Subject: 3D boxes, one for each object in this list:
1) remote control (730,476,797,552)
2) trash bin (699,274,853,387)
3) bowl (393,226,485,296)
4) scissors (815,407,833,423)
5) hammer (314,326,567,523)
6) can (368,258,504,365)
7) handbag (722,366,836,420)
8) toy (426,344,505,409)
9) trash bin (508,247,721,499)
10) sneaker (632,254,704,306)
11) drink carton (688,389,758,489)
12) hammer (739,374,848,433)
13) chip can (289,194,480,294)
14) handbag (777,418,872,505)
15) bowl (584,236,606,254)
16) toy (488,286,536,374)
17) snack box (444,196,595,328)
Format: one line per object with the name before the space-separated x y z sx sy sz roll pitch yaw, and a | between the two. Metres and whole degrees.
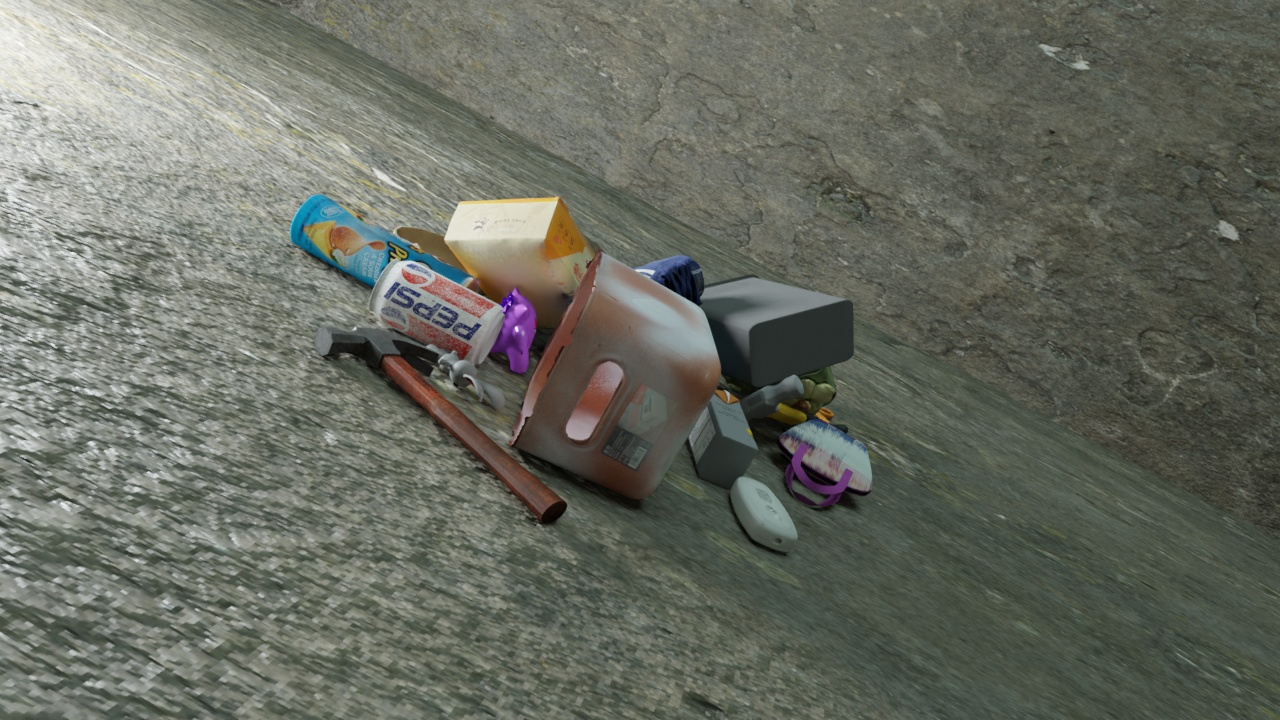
remote control | 0.133 0.168 1.013 0.060 0.028 0.114 21 17 -20
trash bin | 0.163 -0.048 1.322 0.191 0.098 0.220 -15 20 -28
bowl | -0.269 -0.124 1.239 0.152 0.050 0.152 25 16 -8
scissors | 0.286 0.078 1.591 0.125 0.011 0.130 13 19 -46
hammer | -0.178 0.054 0.865 0.301 0.028 0.111 37 19 29
can | -0.228 -0.054 1.034 0.136 0.078 0.078 27 16 -1
handbag | 0.213 0.037 1.420 0.187 0.116 0.113 1 -33 23
toy | -0.188 0.014 0.972 0.112 0.030 0.049 32 1 35
trash bin | -0.022 0.011 0.982 0.157 0.182 0.259 27 15 -10
sneaker | 0.035 -0.083 1.217 0.118 0.091 0.233 -14 11 -3
drink carton | 0.096 0.093 1.112 0.048 0.076 0.124 23 20 -15
hammer | 0.229 0.085 1.337 0.323 0.127 0.029 22 47 -57
chip can | -0.310 -0.121 1.122 0.229 0.080 0.079 29 16 5
handbag | 0.237 0.145 1.218 0.144 0.068 0.169 30 22 12
bowl | -0.125 -0.117 1.305 0.162 0.163 0.070 23 61 -16
toy | -0.153 -0.039 1.096 0.055 0.088 0.106 13 20 -24
snack box | -0.134 -0.111 1.153 0.145 0.080 0.195 2 -30 24
